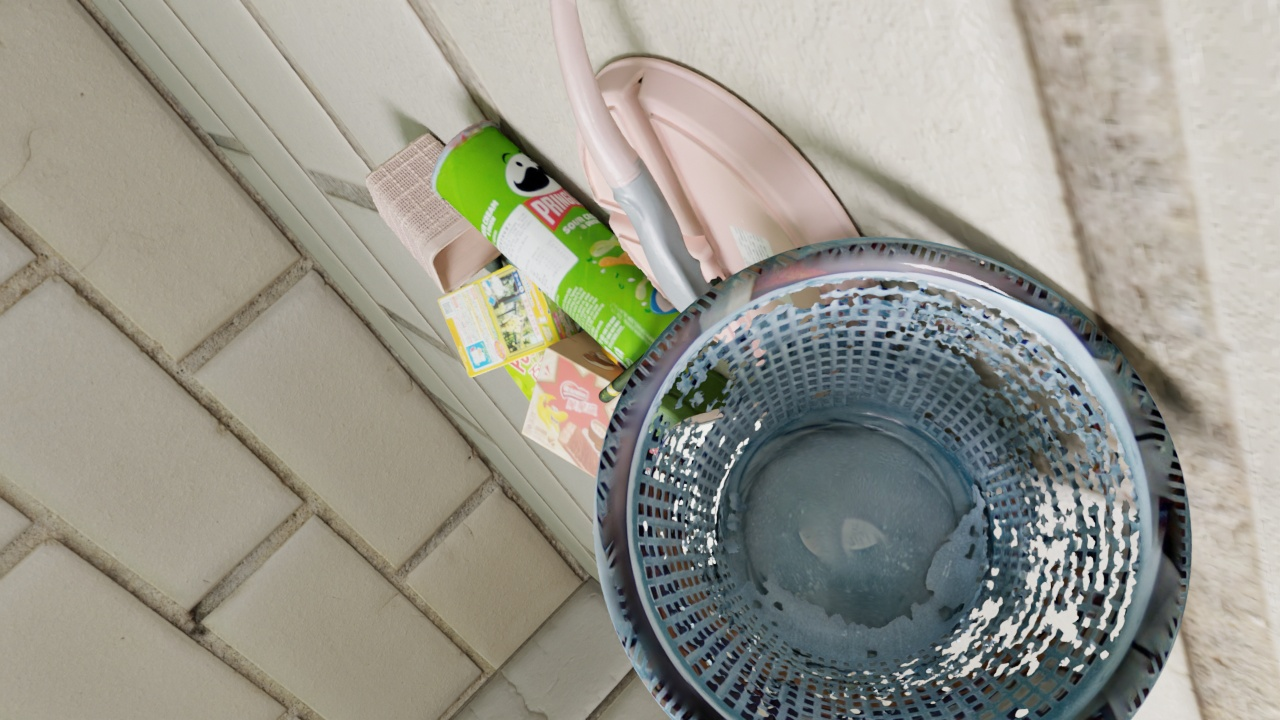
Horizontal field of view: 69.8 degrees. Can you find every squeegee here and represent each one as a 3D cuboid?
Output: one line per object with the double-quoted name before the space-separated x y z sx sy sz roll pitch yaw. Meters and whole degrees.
"squeegee" -0.006 -0.105 0.454 0.248 0.040 0.250 24 146 48

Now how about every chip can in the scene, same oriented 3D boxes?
"chip can" -0.051 -0.077 0.681 0.236 0.072 0.072 43 165 11

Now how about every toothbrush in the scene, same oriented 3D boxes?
"toothbrush" 0.010 -0.008 0.599 0.017 0.012 0.186 52 147 2

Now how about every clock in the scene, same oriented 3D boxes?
"clock" 0.058 0.064 0.782 0.116 0.056 0.161 43 165 13

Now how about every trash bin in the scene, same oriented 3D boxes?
"trash bin" 0.106 0.078 0.446 0.226 0.226 0.195 42 177 15

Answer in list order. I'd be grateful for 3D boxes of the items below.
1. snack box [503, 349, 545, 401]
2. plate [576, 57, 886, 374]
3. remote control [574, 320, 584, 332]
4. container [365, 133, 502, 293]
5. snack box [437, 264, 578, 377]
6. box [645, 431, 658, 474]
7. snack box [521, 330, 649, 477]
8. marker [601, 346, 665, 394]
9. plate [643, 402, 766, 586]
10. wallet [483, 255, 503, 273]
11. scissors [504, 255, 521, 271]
"snack box" -0.096 -0.003 0.921 0.086 0.026 0.156 -43 80 35
"plate" 0.043 -0.070 0.535 0.229 0.028 0.230 42 164 15
"remote control" -0.008 0.011 0.888 0.150 0.021 0.058 44 165 6
"container" -0.191 -0.141 0.867 0.111 0.089 0.090 46 165 12
"snack box" -0.131 -0.042 0.890 0.141 0.033 0.087 -18 96 42
"box" -0.028 0.065 0.988 0.201 0.101 0.102 53 -166 -2
"snack box" -0.041 0.038 0.835 0.093 0.076 0.094 29 116 20
"marker" -0.005 0.004 0.766 0.015 0.018 0.124 41 178 -29
"plate" 0.084 0.107 0.698 0.162 0.034 0.266 16 144 2
"wallet" -0.193 -0.153 0.975 0.121 0.019 0.097 43 163 17
"scissors" -0.047 -0.051 0.769 0.181 0.019 0.170 35 173 -28
